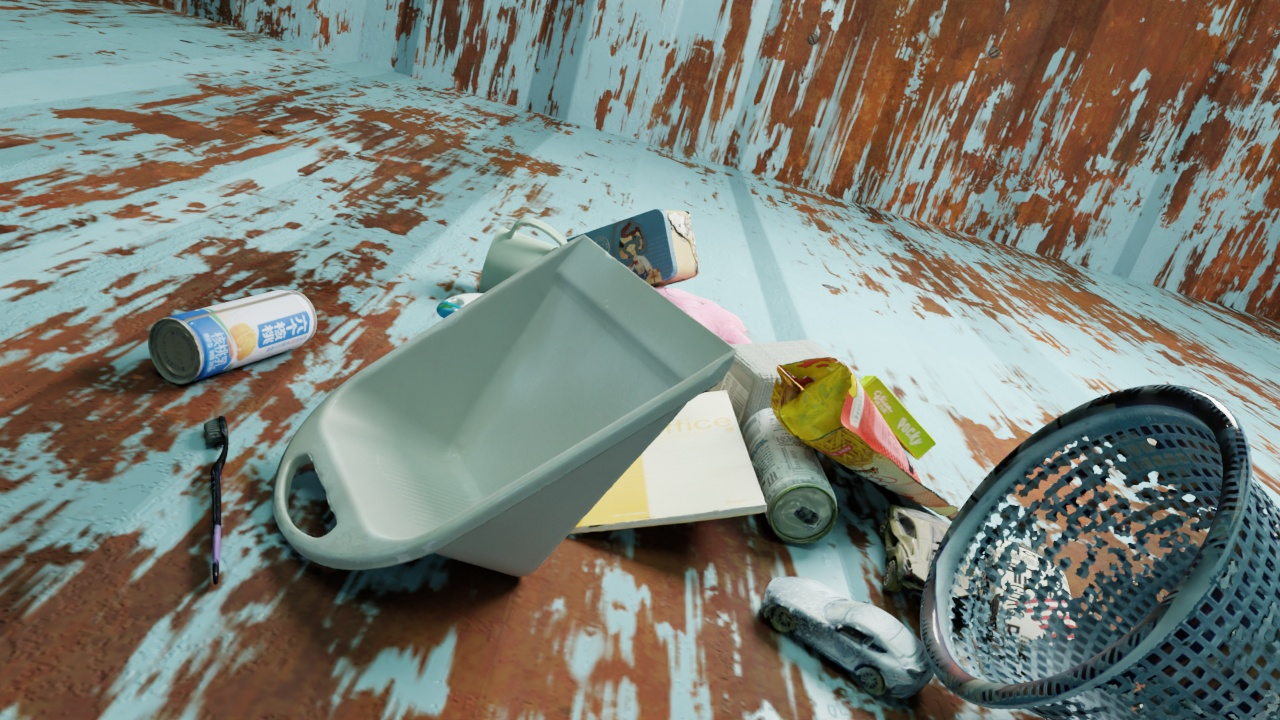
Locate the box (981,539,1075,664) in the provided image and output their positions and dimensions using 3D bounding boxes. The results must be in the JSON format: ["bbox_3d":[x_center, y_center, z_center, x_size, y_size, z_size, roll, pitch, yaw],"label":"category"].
[{"bbox_3d":[0.298,0.182,0.703,0.070,0.056,0.164,38,23,4],"label":"box"}]

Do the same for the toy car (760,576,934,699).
[{"bbox_3d":[0.139,0.180,0.615,0.121,0.037,0.054,25,22,31],"label":"toy car"}]

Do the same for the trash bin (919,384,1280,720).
[{"bbox_3d":[0.321,0.161,0.553,0.195,0.227,0.226,39,19,-7],"label":"trash bin"}]

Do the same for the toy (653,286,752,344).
[{"bbox_3d":[0.053,-0.044,1.075,0.178,0.075,0.195,7,16,-39],"label":"toy"}]

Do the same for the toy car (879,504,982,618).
[{"bbox_3d":[0.232,0.155,0.743,0.070,0.042,0.158,18,18,4],"label":"toy car"}]

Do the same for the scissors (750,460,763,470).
[{"bbox_3d":[0.044,0.064,0.823,0.159,0.014,0.177,9,16,18],"label":"scissors"}]

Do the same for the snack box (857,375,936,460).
[{"bbox_3d":[0.251,0.054,0.925,0.086,0.026,0.156,49,7,6],"label":"snack box"}]

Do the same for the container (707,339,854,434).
[{"bbox_3d":[0.134,0.033,0.918,0.114,0.090,0.090,1,25,-29],"label":"container"}]

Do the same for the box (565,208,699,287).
[{"bbox_3d":[-0.018,-0.124,1.124,0.185,0.089,0.060,-14,-4,37],"label":"box"}]

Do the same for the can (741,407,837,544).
[{"bbox_3d":[0.125,0.095,0.789,0.058,0.058,0.146,13,21,-8],"label":"can"}]

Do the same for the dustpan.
[{"bbox_3d":[-0.111,0.026,0.606,0.142,0.258,0.223,30,8,-40],"label":"dustpan"}]

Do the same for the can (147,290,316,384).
[{"bbox_3d":[-0.332,-0.023,0.758,0.053,0.053,0.134,22,21,15],"label":"can"}]

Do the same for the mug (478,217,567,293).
[{"bbox_3d":[-0.120,-0.109,1.057,0.106,0.112,0.082,19,35,1],"label":"mug"}]

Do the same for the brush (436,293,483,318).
[{"bbox_3d":[-0.129,-0.037,0.868,0.060,0.110,0.313,22,21,7],"label":"brush"}]

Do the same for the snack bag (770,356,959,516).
[{"bbox_3d":[0.199,0.071,0.821,0.207,0.073,0.128,36,6,-44],"label":"snack bag"}]

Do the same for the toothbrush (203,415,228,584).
[{"bbox_3d":[-0.273,0.083,0.587,0.016,0.014,0.189,-2,26,-23],"label":"toothbrush"}]

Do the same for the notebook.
[{"bbox_3d":[0.015,0.077,0.754,0.146,0.010,0.206,-6,22,0],"label":"notebook"}]
